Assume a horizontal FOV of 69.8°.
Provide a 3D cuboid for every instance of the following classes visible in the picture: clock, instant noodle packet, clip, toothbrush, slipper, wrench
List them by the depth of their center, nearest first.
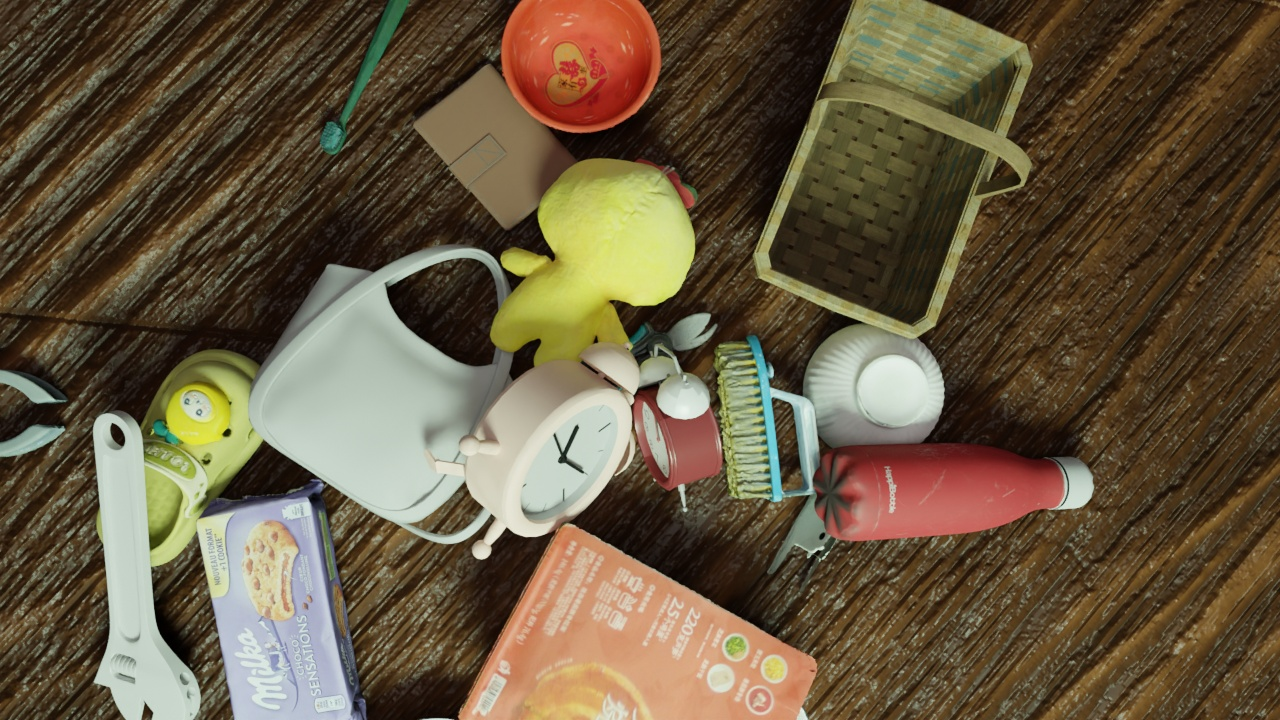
[{"bbox_3d":[0.002,0.246,0.688,0.221,0.084,0.164,25,73,13],"label":"instant noodle packet"},{"bbox_3d":[-0.073,0.060,0.698,0.160,0.131,0.086,-28,51,-30],"label":"clock"},{"bbox_3d":[-0.383,0.170,0.702,0.087,0.018,0.273,10,107,14],"label":"wrench"},{"bbox_3d":[-0.369,0.077,0.720,0.091,0.081,0.190,31,89,1],"label":"slipper"},{"bbox_3d":[0.027,0.048,0.729,0.044,0.087,0.125,-16,111,-17],"label":"clock"},{"bbox_3d":[-0.551,0.057,0.737,0.163,0.028,0.106,6,85,-2],"label":"clip"},{"bbox_3d":[0.145,0.142,0.760,0.057,0.054,0.102,27,85,35],"label":"clip"},{"bbox_3d":[-0.225,-0.261,0.772,0.016,0.017,0.189,24,87,-2],"label":"toothbrush"}]

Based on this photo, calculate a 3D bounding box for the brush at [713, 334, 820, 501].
[{"bbox_3d":[0.104,0.046,0.755,0.075,0.055,0.136,-7,88,-6],"label":"brush"}]

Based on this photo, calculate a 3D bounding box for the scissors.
[{"bbox_3d":[-0.011,-0.001,0.770,0.150,0.019,0.131,18,87,-1],"label":"scissors"}]

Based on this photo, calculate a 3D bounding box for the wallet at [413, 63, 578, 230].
[{"bbox_3d":[-0.120,-0.180,0.775,0.087,0.013,0.121,-42,90,-8],"label":"wallet"}]

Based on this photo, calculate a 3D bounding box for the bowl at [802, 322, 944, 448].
[{"bbox_3d":[0.199,0.025,0.757,0.118,0.062,0.118,0,87,-3],"label":"bowl"}]

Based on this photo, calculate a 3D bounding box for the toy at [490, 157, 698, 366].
[{"bbox_3d":[-0.034,-0.081,0.736,0.134,0.092,0.207,37,89,-2],"label":"toy"}]

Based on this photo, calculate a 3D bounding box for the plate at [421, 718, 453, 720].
[{"bbox_3d":[-0.159,0.370,0.735,0.174,0.036,0.174,0,87,0],"label":"plate"}]

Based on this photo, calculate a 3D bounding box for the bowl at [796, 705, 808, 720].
[{"bbox_3d":[0.077,0.299,0.738,0.113,0.063,0.113,0,87,-2],"label":"bowl"}]

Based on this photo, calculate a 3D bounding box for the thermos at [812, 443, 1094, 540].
[{"bbox_3d":[0.259,0.102,0.738,0.239,0.073,0.073,0,87,-17],"label":"thermos"}]

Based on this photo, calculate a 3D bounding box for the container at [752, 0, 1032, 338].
[{"bbox_3d":[0.195,-0.154,0.702,0.157,0.186,0.250,22,86,-2],"label":"container"}]

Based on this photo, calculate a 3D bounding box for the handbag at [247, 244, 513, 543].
[{"bbox_3d":[-0.177,0.011,0.741,0.216,0.096,0.222,37,76,-11],"label":"handbag"}]

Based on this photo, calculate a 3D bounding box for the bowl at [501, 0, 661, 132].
[{"bbox_3d":[-0.049,-0.249,0.765,0.130,0.045,0.130,0,87,-3],"label":"bowl"}]

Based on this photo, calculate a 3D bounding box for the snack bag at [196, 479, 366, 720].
[{"bbox_3d":[-0.280,0.203,0.730,0.096,0.058,0.205,-10,90,0],"label":"snack bag"}]
